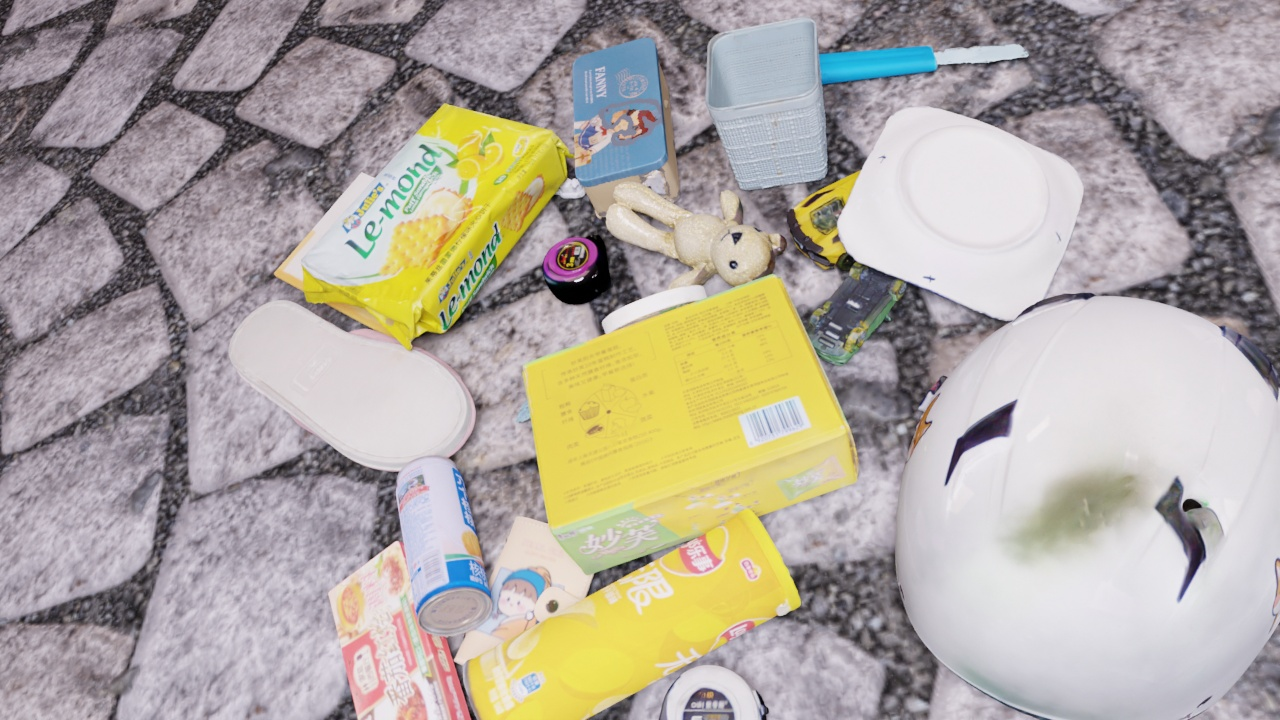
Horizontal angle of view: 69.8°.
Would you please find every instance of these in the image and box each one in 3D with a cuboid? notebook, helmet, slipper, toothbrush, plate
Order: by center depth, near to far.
[{"bbox_3d":[0.262,0.063,0.527,0.230,0.157,0.273,22,70,29],"label":"helmet"},{"bbox_3d":[0.247,-0.123,0.692,0.164,0.034,0.164,24,68,10],"label":"plate"},{"bbox_3d":[-0.253,0.022,0.802,0.275,0.054,0.114,21,69,26],"label":"slipper"},{"bbox_3d":[-0.137,-0.168,0.899,0.180,0.016,0.016,4,50,23],"label":"toothbrush"},{"bbox_3d":[-0.254,-0.106,0.907,0.206,0.010,0.145,25,71,31],"label":"notebook"}]

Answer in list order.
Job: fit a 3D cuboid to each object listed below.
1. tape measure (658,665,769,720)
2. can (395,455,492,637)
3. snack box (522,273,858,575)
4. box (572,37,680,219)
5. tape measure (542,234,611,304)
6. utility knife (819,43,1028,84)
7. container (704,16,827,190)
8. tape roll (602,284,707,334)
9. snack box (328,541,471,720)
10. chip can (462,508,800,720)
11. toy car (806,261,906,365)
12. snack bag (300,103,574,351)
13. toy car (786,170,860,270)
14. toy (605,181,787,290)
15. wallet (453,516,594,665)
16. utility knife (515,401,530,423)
[{"bbox_3d":[0.047,0.229,0.580,0.066,0.033,0.065,8,66,22],"label":"tape measure"},{"bbox_3d":[-0.149,0.135,0.685,0.053,0.053,0.134,-28,45,2],"label":"can"},{"bbox_3d":[0.030,0.043,0.664,0.210,0.070,0.157,-20,49,5],"label":"snack box"},{"bbox_3d":[-0.014,-0.223,0.861,0.090,0.062,0.184,-14,58,11],"label":"box"},{"bbox_3d":[-0.055,-0.077,0.800,0.058,0.039,0.057,-16,56,5],"label":"tape measure"},{"bbox_3d":[0.229,-0.267,0.823,0.219,0.018,0.034,1,59,22],"label":"utility knife"},{"bbox_3d":[0.111,-0.210,0.776,0.090,0.111,0.090,-5,59,16],"label":"container"},{"bbox_3d":[0.012,-0.038,0.725,0.086,0.085,0.014,-20,83,7],"label":"tape roll"},{"bbox_3d":[-0.177,0.215,0.666,0.075,0.025,0.152,-37,54,10],"label":"snack box"},{"bbox_3d":[-0.005,0.176,0.597,0.213,0.072,0.072,-27,55,-3],"label":"chip can"},{"bbox_3d":[0.164,-0.037,0.696,0.043,0.036,0.091,32,75,33],"label":"toy car"},{"bbox_3d":[-0.180,-0.127,0.835,0.158,0.068,0.246,22,66,32],"label":"snack bag"},{"bbox_3d":[0.193,-0.130,0.741,0.156,0.041,0.071,-27,56,0],"label":"toy car"},{"bbox_3d":[0.041,-0.106,0.765,0.157,0.066,0.105,26,77,24],"label":"toy"},{"bbox_3d":[-0.076,0.176,0.664,0.087,0.024,0.115,9,63,30],"label":"wallet"},{"bbox_3d":[-0.004,0.004,0.750,0.216,0.022,0.031,-26,49,9],"label":"utility knife"}]
